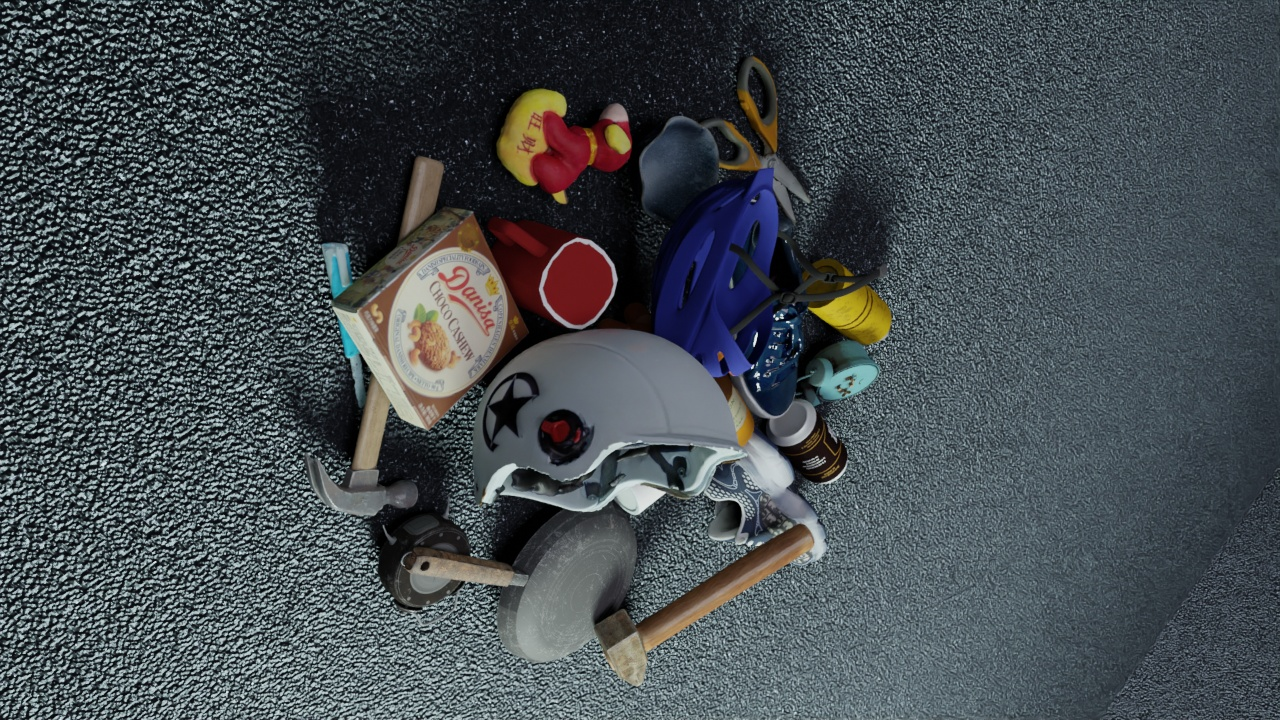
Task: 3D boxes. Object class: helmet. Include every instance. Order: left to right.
[{"bbox_3d":[-0.034,0.051,0.883,0.236,0.265,0.163,15,64,-54],"label":"helmet"},{"bbox_3d":[0.121,-0.067,0.920,0.147,0.228,0.242,-25,131,-58],"label":"helmet"}]

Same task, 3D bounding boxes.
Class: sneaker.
[{"bbox_3d":[0.150,0.201,1.206,0.132,0.103,0.269,-37,128,-5],"label":"sneaker"},{"bbox_3d":[0.165,-0.044,1.090,0.120,0.127,0.295,-32,127,-29],"label":"sneaker"}]

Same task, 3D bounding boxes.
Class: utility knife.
[{"bbox_3d":[-0.258,-0.028,0.809,0.022,0.015,0.158,-23,122,-42],"label":"utility knife"}]

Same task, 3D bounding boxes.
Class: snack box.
[{"bbox_3d":[-0.182,-0.038,0.821,0.146,0.041,0.143,-48,137,-31],"label":"snack box"}]

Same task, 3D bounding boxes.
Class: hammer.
[{"bbox_3d":[-0.222,-0.017,0.827,0.119,0.031,0.331,6,101,-54],"label":"hammer"},{"bbox_3d":[0.090,0.293,1.140,0.300,0.037,0.158,-29,145,-12],"label":"hammer"}]

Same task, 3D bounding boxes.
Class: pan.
[{"bbox_3d":[-0.115,0.235,0.982,0.356,0.040,0.207,25,91,-54],"label":"pan"}]

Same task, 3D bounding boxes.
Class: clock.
[{"bbox_3d":[-0.216,0.202,0.914,0.091,0.044,0.123,-21,123,-38],"label":"clock"},{"bbox_3d":[0.256,0.019,1.222,0.124,0.053,0.090,-12,148,-12],"label":"clock"}]

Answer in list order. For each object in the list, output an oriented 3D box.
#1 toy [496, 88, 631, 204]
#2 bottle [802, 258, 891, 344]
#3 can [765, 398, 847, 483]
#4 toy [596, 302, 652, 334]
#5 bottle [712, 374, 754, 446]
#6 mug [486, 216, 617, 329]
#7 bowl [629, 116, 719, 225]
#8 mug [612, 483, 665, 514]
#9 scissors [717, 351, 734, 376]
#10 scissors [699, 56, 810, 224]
[{"bbox_3d":[-0.070,-0.202,0.872,0.137,0.067,0.106,-6,115,-30],"label":"toy"},{"bbox_3d":[0.280,-0.069,1.213,0.163,0.071,0.071,29,87,-43],"label":"bottle"},{"bbox_3d":[0.225,0.110,1.235,0.072,0.072,0.128,-54,132,-10],"label":"can"},{"bbox_3d":[-0.006,0.006,1.016,0.094,0.065,0.128,-25,131,-25],"label":"toy"},{"bbox_3d":[0.079,0.044,1.073,0.067,0.068,0.157,-51,140,-13],"label":"bottle"},{"bbox_3d":[-0.094,-0.092,0.867,0.080,0.097,0.116,-55,132,-10],"label":"mug"},{"bbox_3d":[0.027,-0.198,0.956,0.110,0.055,0.110,-16,116,-36],"label":"bowl"},{"bbox_3d":[0.012,0.113,1.048,0.106,0.083,0.083,-36,127,-23],"label":"mug"},{"bbox_3d":[0.072,-0.038,1.073,0.012,0.083,0.133,-38,108,15],"label":"scissors"},{"bbox_3d":[0.135,-0.231,1.063,0.165,0.016,0.225,-44,131,-18],"label":"scissors"}]
